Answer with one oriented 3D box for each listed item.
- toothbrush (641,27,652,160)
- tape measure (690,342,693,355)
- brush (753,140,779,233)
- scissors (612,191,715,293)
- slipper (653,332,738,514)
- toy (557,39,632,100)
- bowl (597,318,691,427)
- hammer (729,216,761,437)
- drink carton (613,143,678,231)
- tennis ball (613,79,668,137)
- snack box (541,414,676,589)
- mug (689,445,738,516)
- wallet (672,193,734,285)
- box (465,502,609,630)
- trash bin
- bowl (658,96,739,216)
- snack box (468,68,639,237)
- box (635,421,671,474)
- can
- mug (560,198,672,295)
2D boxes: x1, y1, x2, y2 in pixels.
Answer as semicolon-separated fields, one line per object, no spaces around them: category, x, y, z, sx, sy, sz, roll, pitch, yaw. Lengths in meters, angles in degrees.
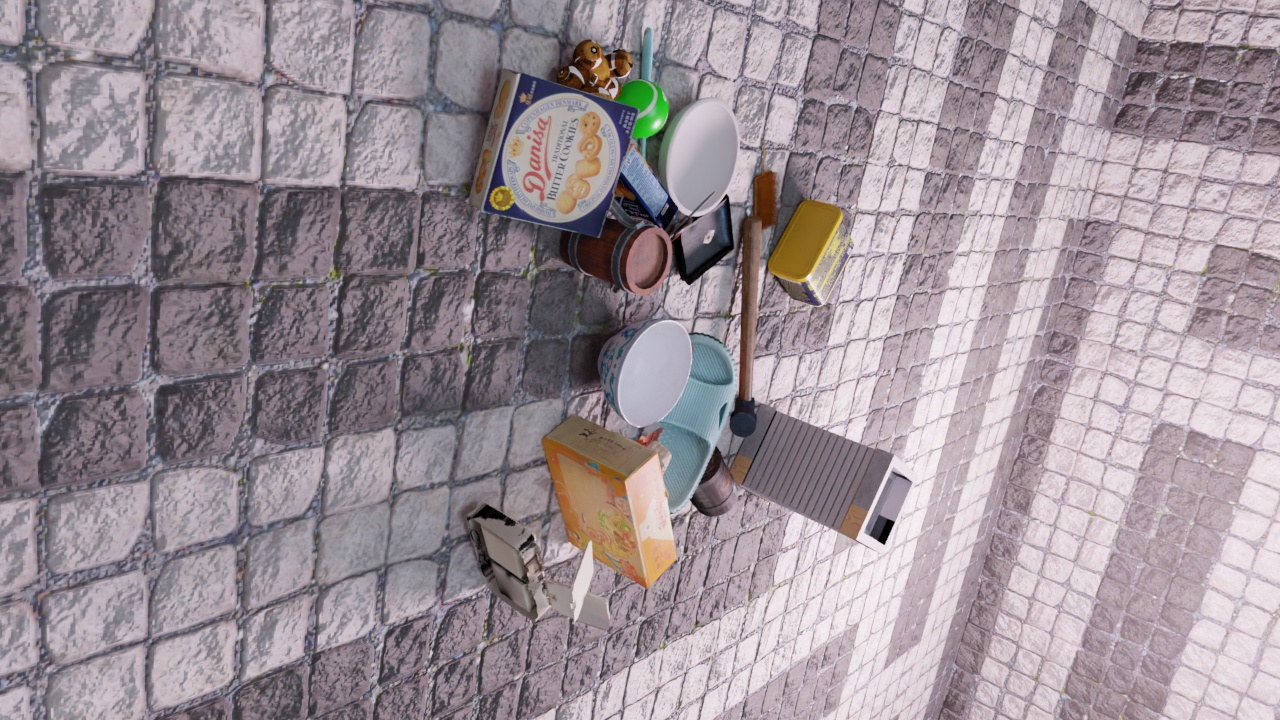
toothbrush;0.004;-0.304;1.099;0.016;0.016;0.181;-15;120;-37
tape measure;0.048;-0.017;1.266;0.059;0.051;0.019;-56;141;-15
brush;0.185;-0.254;1.347;0.048;0.017;0.126;-30;129;-40
scissors;0.028;-0.143;1.125;0.179;0.015;0.198;-44;-175;11
slipper;0.063;0.098;1.298;0.116;0.069;0.276;16;101;-10
toy;-0.054;-0.283;0.998;0.087;0.067;0.112;-3;97;-47
bowl;-0.007;0.007;1.190;0.143;0.074;0.144;-26;126;-42
hammer;0.162;-0.056;1.383;0.129;0.040;0.322;-62;154;-71
drink carton;-0.011;-0.206;1.088;0.040;0.064;0.130;-60;143;-12
tennis ball;-0.001;-0.290;1.058;0.065;0.065;0.065;-26;126;-42
snack box;-0.032;0.178;1.185;0.080;0.145;0.195;-39;134;-33
mug;0.103;0.168;1.418;0.107;0.080;0.115;59;35;-48
wallet;0.087;-0.167;1.260;0.114;0.026;0.089;-40;135;-33
box;-0.115;0.248;1.086;0.080;0.180;0.144;-40;142;-34
trash bin;0.300;0.194;1.520;0.142;0.247;0.142;33;81;-53
bowl;0.067;-0.262;1.174;0.149;0.043;0.150;-26;127;-42
snack box;-0.090;-0.212;0.954;0.144;0.042;0.144;7;112;-33
box;0.005;0.154;1.239;0.188;0.057;0.067;110;2;-52
can;0.274;-0.167;1.455;0.135;0.075;0.104;-61;145;-10
mug;-0.033;-0.142;1.053;0.081;0.111;0.117;-38;134;-34
